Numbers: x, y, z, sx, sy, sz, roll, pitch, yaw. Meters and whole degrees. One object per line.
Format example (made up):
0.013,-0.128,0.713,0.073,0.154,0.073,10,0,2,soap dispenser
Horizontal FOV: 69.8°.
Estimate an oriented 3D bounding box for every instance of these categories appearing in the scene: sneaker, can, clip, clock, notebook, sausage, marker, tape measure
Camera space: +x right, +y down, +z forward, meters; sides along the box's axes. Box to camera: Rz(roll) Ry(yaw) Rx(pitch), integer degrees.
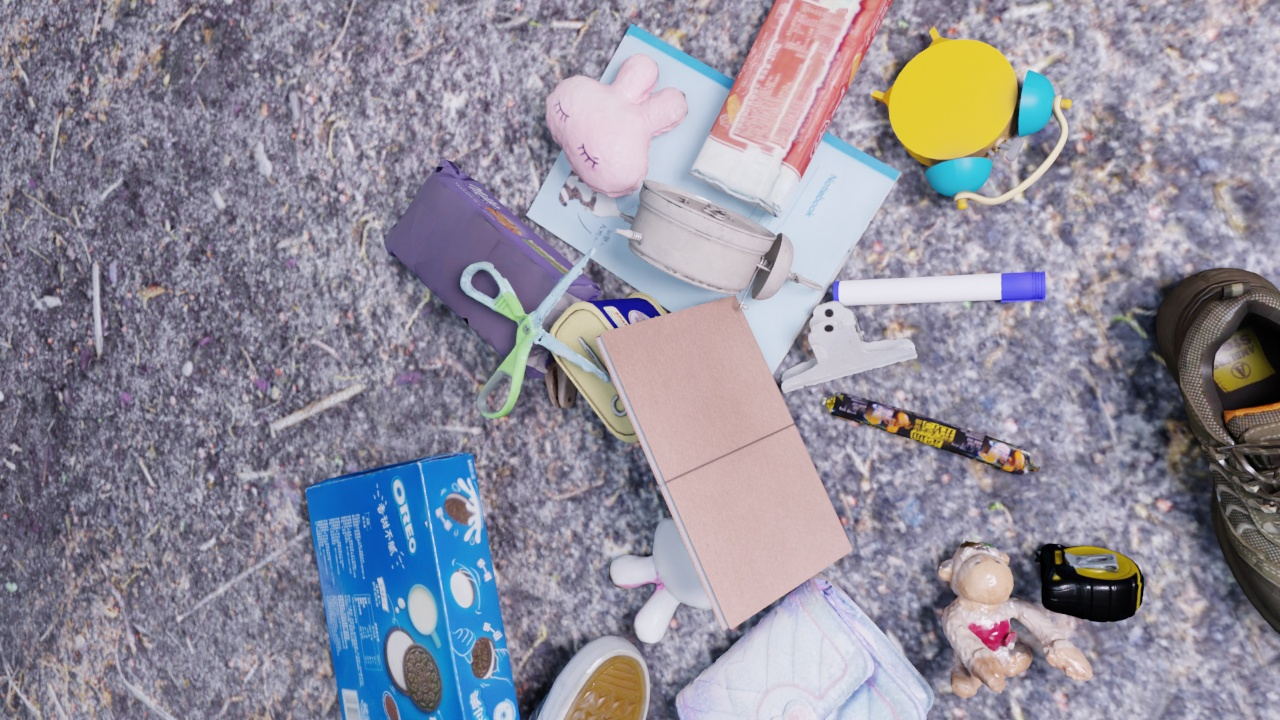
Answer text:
-0.072,0.316,0.743,0.079,0.087,0.235,38,102,54,sneaker
-0.004,0.004,0.693,0.057,0.092,0.116,-46,74,25,can
-0.070,0.009,0.762,0.052,0.026,0.059,33,101,22,clip
0.226,-0.168,0.633,0.099,0.043,0.129,-47,66,15,clock
0.063,0.062,0.645,0.008,0.141,0.209,-31,80,48,notebook
0.203,0.050,0.651,0.155,0.020,0.020,18,96,21,sausage
0.142,-0.010,0.662,0.102,0.045,0.055,-17,116,21,clip
0.210,-0.050,0.650,0.142,0.020,0.020,-1,89,22,marker
0.290,0.141,0.592,0.061,0.061,0.034,2,105,19,tape measure
0.046,-0.130,0.723,0.253,0.009,0.181,35,102,19,notebook
0.059,-0.077,0.668,0.157,0.103,0.061,22,106,-5,clock
0.375,0.054,0.514,0.101,0.142,0.238,-21,82,20,sneaker

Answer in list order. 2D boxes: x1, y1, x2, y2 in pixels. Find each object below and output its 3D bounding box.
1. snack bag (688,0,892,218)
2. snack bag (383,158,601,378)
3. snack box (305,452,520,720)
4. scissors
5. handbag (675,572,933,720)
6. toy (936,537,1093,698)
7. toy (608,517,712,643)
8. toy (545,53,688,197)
0.120,-0.219,0.671,0.077,0.041,0.225,29,97,20,snack bag
-0.130,-0.080,0.761,0.205,0.058,0.096,40,104,24,snack bag
-0.193,0.205,0.757,0.196,0.056,0.238,-16,83,44,snack box
-0.085,-0.026,0.678,0.172,0.023,0.172,-50,57,27,scissors
0.113,0.250,0.662,0.126,0.069,0.159,47,108,18,handbag
0.240,0.168,0.615,0.085,0.074,0.105,-5,64,-8,toy
0.033,0.161,0.711,0.123,0.038,0.079,-36,64,19,toy
-0.018,-0.189,0.719,0.105,0.053,0.108,-38,74,3,toy
